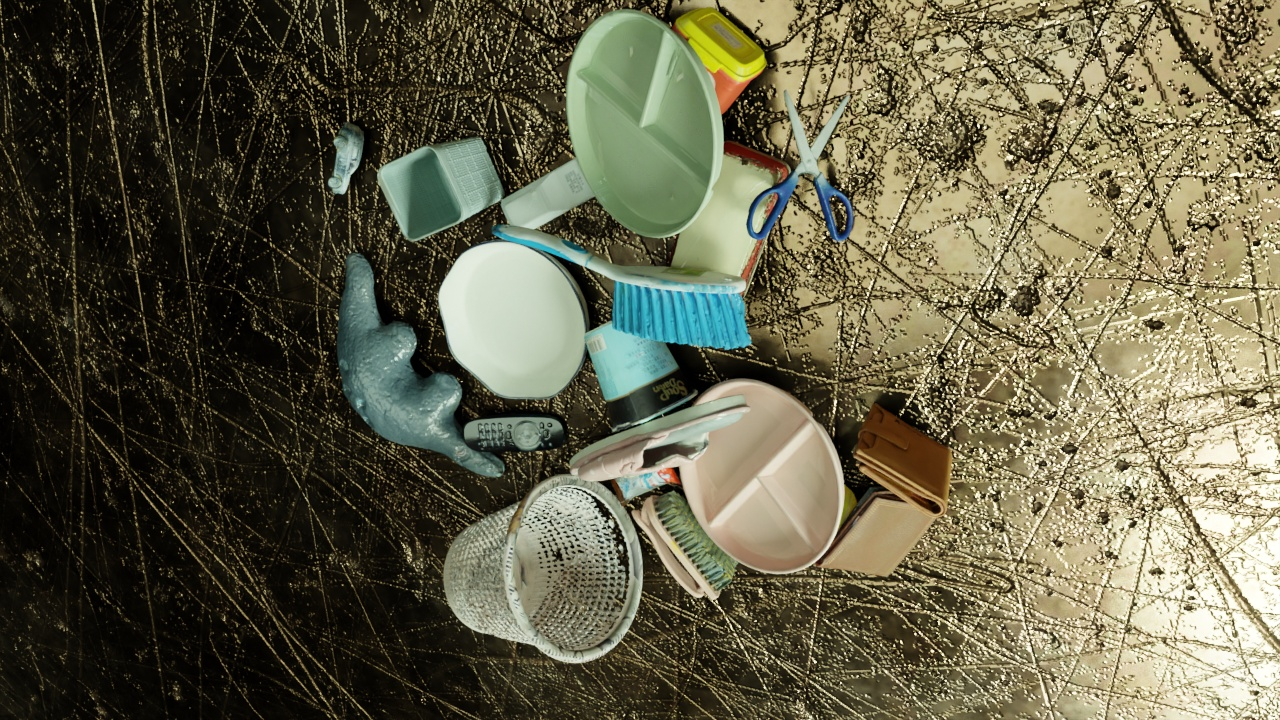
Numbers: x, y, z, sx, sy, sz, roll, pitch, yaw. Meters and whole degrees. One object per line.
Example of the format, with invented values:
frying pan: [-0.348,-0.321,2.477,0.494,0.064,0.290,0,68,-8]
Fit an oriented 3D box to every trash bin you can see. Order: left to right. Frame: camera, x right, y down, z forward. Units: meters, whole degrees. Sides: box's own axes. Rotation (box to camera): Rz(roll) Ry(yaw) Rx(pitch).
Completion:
trash bin: [-0.141,0.272,1.183,0.193,0.226,0.227,-18,103,41]

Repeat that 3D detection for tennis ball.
tennis ball: [0.216,0.169,1.053,0.065,0.065,0.065,9,114,20]

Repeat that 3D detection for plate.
plate: [-0.151,-0.052,1.134,0.205,0.045,0.205,8,113,20]
plate: [0.002,-0.240,0.941,0.230,0.027,0.231,31,133,40]
plate: [0.137,0.131,1.052,0.230,0.028,0.230,15,112,42]

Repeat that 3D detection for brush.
brush: [-0.027,-0.085,0.998,0.315,0.060,0.109,8,115,26]
brush: [0.053,0.229,1.147,0.073,0.063,0.145,-37,96,26]

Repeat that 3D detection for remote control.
remote control: [-0.165,0.094,1.204,0.136,0.024,0.053,-2,106,7]
remote control: [-0.107,-0.190,1.069,0.125,0.024,0.049,-23,98,28]

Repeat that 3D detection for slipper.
slipper: [0.019,0.102,1.066,0.275,0.114,0.054,-27,75,42]

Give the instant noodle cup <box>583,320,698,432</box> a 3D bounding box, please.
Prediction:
instant noodle cup: [-0.006,0.006,1.068,0.111,0.111,0.120,-24,91,30]

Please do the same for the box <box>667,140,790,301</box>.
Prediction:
box: [0.089,-0.138,0.974,0.091,0.076,0.169,25,119,13]

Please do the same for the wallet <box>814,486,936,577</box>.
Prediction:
wallet: [0.265,0.193,1.030,0.101,0.032,0.125,12,123,-28]

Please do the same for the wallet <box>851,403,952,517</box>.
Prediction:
wallet: [0.276,0.102,0.961,0.108,0.131,0.031,34,116,8]

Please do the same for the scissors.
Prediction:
scissors: [0.168,-0.184,0.919,0.162,0.012,0.175,41,86,-29]

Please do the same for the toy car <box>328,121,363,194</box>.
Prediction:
toy car: [-0.369,-0.252,1.149,0.034,0.043,0.091,11,115,-18]

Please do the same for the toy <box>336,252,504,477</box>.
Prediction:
toy: [-0.320,0.033,1.226,0.138,0.091,0.356,-35,96,3]

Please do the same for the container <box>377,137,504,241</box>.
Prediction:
container: [-0.226,-0.203,1.064,0.090,0.111,0.090,-16,104,27]

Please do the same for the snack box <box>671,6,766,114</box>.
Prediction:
snack box: [0.067,-0.295,0.921,0.091,0.081,0.080,42,134,4]

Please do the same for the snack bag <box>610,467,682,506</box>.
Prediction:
snack bag: [0.006,0.151,1.161,0.104,0.026,0.048,-23,93,30]
